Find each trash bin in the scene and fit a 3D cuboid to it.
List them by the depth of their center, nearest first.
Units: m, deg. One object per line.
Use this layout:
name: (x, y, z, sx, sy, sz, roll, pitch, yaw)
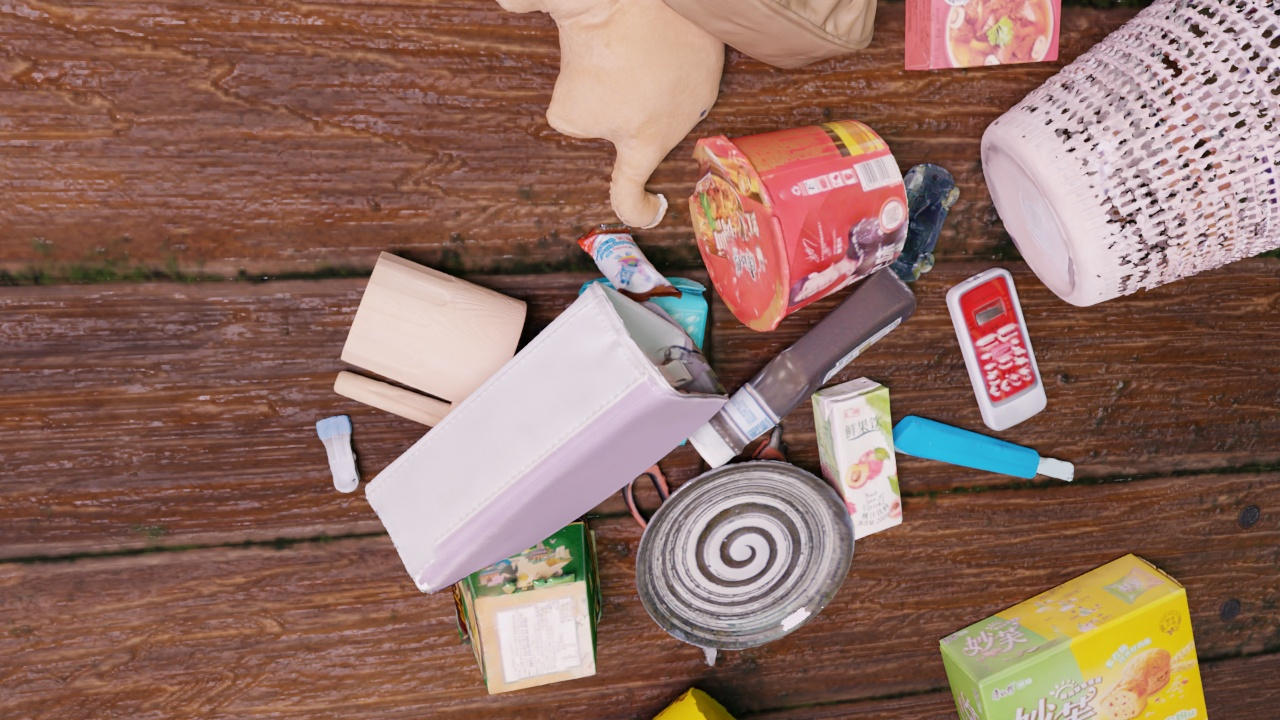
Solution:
trash bin: (0.364, -0.145, 0.648, 0.192, 0.227, 0.227, -28, 109, 10)
trash bin: (0.012, 0.417, 0.719, 0.255, 0.229, 0.229, -43, 109, -4)

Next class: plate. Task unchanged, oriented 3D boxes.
plate: (0.081, 0.155, 0.733, 0.179, 0.024, 0.180, -4, 113, -8)

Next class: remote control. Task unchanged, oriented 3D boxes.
remote control: (0.296, -0.008, 0.759, 0.056, 0.020, 0.136, -25, 109, -5)

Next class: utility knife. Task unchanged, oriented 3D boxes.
utility knife: (0.297, 0.080, 0.785, 0.187, 0.018, 0.034, 14, 113, -16)

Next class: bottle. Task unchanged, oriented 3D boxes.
bottle: (0.121, 0.008, 0.697, 0.195, 0.080, 0.044, -40, 76, 3)

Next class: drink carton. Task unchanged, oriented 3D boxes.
drink carton: (0.174, 0.078, 0.743, 0.053, 0.045, 0.122, -16, 109, -13)

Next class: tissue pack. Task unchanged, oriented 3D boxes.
tissue pack: (-0.004, 0.004, 0.683, 0.093, 0.050, 0.133, 4, 105, -14)

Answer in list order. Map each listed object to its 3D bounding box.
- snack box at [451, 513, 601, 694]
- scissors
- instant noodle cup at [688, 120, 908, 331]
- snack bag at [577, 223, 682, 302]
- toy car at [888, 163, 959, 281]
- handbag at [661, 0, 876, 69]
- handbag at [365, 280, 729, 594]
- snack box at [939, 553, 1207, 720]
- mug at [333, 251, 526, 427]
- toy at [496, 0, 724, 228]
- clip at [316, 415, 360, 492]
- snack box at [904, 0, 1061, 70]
snack box: (-0.083, 0.184, 0.687, 0.118, 0.105, 0.117, -8, 107, -9)
scissors: (0.062, 0.150, 0.756, 0.189, 0.015, 0.227, 16, 101, -16)
instant noodle cup: (0.111, -0.100, 0.639, 0.108, 0.138, 0.138, -19, 108, -15)
snack bag: (-0.010, -0.065, 0.639, 0.045, 0.105, 0.026, -5, 124, -23)
toy car: (0.210, -0.106, 0.706, 0.043, 0.034, 0.090, 16, 99, -13)
handbag: (0.084, -0.267, 0.560, 0.204, 0.100, 0.147, -2, 90, -52)
handbag: (-0.053, 0.049, 0.584, 0.197, 0.145, 0.098, -39, 68, 13)
snack box: (0.396, 0.293, 0.838, 0.210, 0.070, 0.158, -22, 109, -6)
mug: (-0.150, -0.006, 0.642, 0.103, 0.084, 0.125, 21, 126, -15)
toy: (-0.004, -0.201, 0.615, 0.143, 0.082, 0.226, -26, 113, -4)
clip: (-0.220, 0.068, 0.674, 0.024, 0.026, 0.056, -14, 95, -11)
snack box: (0.259, -0.273, 0.664, 0.127, 0.044, 0.113, -8, 107, -10)
